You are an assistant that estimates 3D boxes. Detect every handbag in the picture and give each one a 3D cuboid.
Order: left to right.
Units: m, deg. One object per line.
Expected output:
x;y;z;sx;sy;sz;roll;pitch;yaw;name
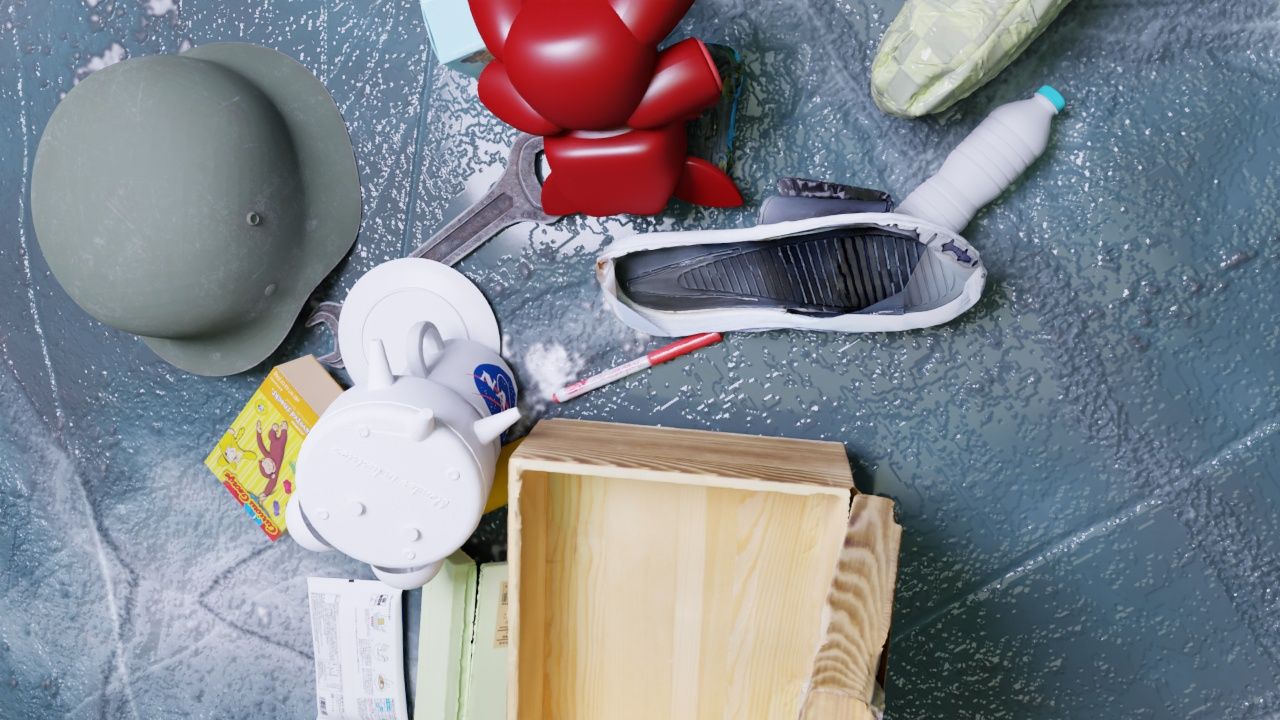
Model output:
0.207;-0.244;0.580;0.187;0.113;0.117;-45;80;14;handbag

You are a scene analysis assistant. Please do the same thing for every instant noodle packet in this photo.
-0.241;0.251;0.782;0.087;0.026;0.134;1;98;11;instant noodle packet

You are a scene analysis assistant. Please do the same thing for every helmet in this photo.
-0.351;-0.115;0.687;0.227;0.153;0.268;7;99;10;helmet

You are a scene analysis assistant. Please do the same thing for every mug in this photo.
-0.148;0.029;0.682;0.091;0.090;0.121;-12;113;7;mug

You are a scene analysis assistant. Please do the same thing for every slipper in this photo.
0.099;-0.070;0.640;0.264;0.063;0.111;-5;138;20;slipper

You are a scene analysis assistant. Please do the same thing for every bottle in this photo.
-0.144;0.108;0.733;0.144;0.043;0.043;-25;92;14;bottle
0.229;-0.128;0.623;0.044;0.044;0.136;44;104;3;bottle

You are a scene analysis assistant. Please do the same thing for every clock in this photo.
-0.165;0.081;0.615;0.125;0.072;0.161;28;112;-10;clock

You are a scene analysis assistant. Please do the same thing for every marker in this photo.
-0.004;0.004;0.707;0.142;0.012;0.013;-22;93;14;marker

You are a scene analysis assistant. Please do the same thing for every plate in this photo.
-0.179;-0.014;0.732;0.134;0.011;0.135;2;104;8;plate

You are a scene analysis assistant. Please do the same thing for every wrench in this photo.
-0.161;-0.083;0.727;0.274;0.010;0.070;-34;90;14;wrench

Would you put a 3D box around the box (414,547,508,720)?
-0.135;0.242;0.759;0.097;0.082;0.188;3;101;-33;box

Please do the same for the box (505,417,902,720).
0.041;0.221;0.553;0.287;0.335;0.279;4;103;5;box

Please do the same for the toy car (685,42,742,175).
0.046;-0.173;0.660;0.048;0.032;0.105;11;112;16;toy car

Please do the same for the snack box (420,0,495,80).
-0.061;-0.256;0.649;0.175;0.075;0.053;-16;95;13;snack box

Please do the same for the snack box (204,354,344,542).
-0.282;0.072;0.742;0.088;0.040;0.126;48;117;4;snack box

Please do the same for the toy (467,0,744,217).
-0.021;-0.171;0.599;0.158;0.197;0.120;-2;57;15;toy
